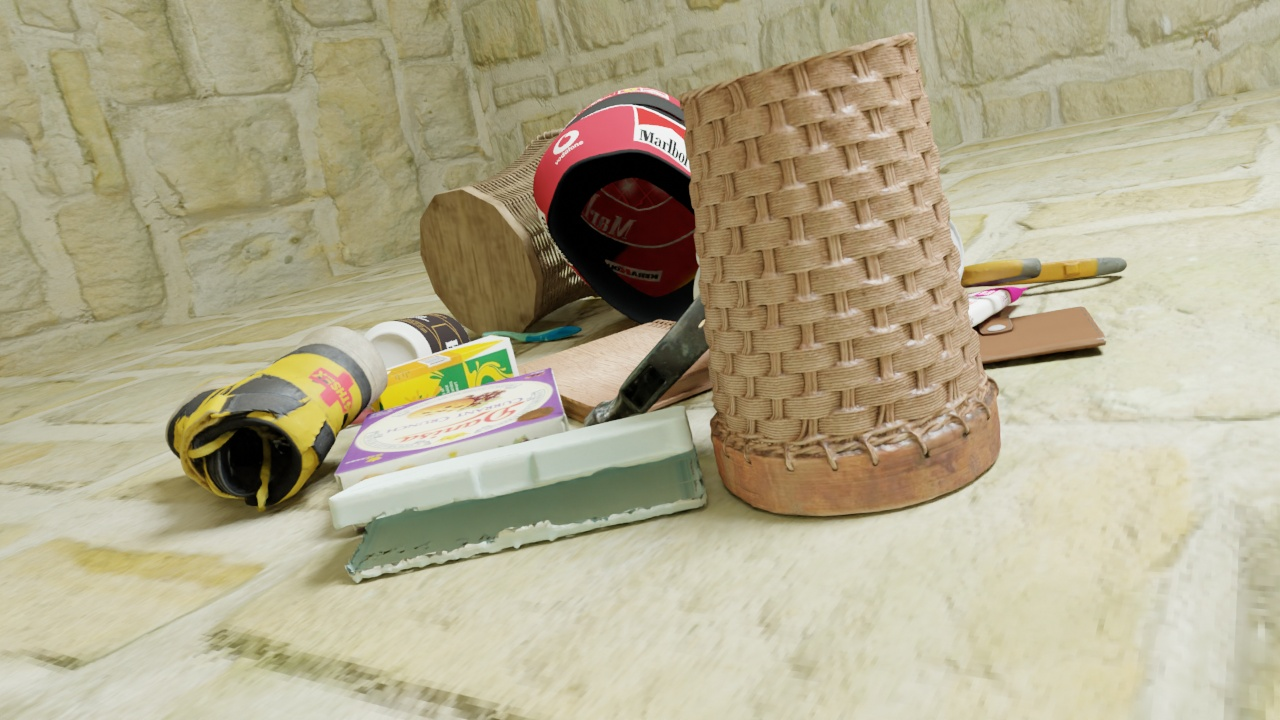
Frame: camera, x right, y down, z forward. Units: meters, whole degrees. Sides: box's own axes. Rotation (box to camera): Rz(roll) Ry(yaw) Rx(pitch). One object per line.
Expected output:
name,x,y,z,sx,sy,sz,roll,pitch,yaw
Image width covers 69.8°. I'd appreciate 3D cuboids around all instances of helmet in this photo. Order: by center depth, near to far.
helmet,0.003,-0.171,0.966,0.198,0.271,0.224,-35,38,19

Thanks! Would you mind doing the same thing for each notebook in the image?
notebook,-0.005,0.005,0.774,0.168,0.022,0.211,-20,15,-23

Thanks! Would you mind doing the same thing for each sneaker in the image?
sneaker,-0.301,0.061,0.683,0.239,0.086,0.121,-24,23,31

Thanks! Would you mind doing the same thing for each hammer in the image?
hammer,0.076,-0.056,0.682,0.133,0.033,0.329,-50,-4,38

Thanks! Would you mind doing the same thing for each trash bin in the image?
trash bin,0.095,-0.046,0.474,0.151,0.210,0.151,-13,14,3

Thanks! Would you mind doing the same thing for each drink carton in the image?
drink carton,-0.162,0.025,0.750,0.122,0.058,0.041,-20,15,-28

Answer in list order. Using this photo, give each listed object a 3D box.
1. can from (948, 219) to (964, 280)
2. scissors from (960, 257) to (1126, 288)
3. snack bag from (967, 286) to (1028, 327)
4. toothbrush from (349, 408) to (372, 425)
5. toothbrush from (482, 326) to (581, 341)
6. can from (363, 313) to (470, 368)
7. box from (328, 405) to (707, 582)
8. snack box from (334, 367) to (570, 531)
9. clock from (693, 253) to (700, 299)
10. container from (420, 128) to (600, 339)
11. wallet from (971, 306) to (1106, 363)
can,0.174,-0.066,0.709,0.078,0.078,0.136,-22,-3,-35
scissors,0.288,-0.068,0.753,0.226,0.016,0.225,-6,0,-10
snack bag,0.224,-0.033,0.672,0.070,0.016,0.196,-12,5,38
toothbrush,-0.246,0.049,0.831,0.184,0.015,0.015,-12,10,-3
toothbrush,-0.123,-0.027,1.038,0.135,0.017,0.022,-2,16,29
can,-0.212,-0.006,0.873,0.072,0.072,0.128,-11,5,9
box,-0.066,0.066,0.508,0.199,0.071,0.085,-14,32,2
snack box,-0.121,0.055,0.625,0.143,0.040,0.148,-14,13,-6
clock,0.089,-0.076,0.811,0.083,0.118,0.057,-23,23,-36
container,-0.133,-0.148,1.129,0.227,0.227,0.195,-1,24,41
wallet,0.246,-0.015,0.630,0.121,0.013,0.087,-10,13,19
